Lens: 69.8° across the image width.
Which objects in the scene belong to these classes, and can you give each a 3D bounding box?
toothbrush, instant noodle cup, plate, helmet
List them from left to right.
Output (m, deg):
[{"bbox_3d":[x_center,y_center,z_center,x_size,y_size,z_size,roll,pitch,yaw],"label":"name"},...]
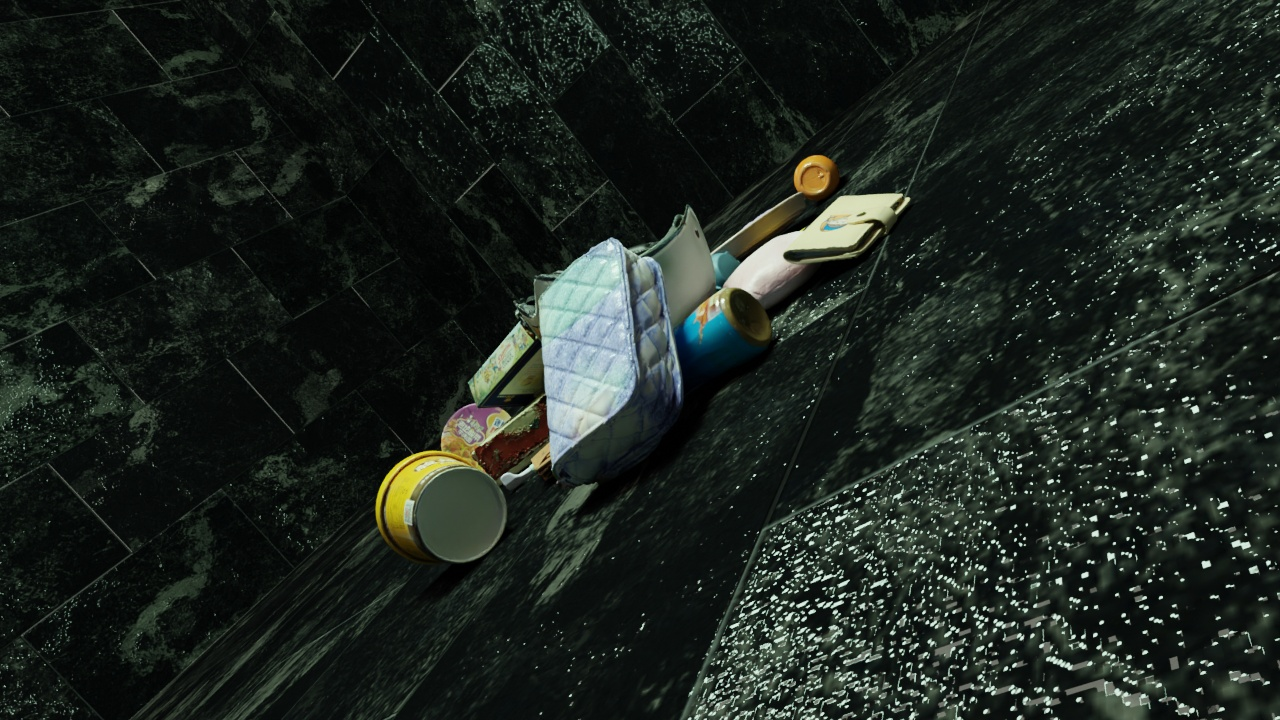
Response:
[{"bbox_3d":[-0.197,0.152,0.926,0.118,0.118,0.115,-43,15,-23],"label":"instant noodle cup"},{"bbox_3d":[-0.235,0.121,1.363,0.111,0.111,0.099,-41,0,-8],"label":"instant noodle cup"},{"bbox_3d":[-0.086,0.093,1.093,0.189,0.029,0.021,-37,47,6],"label":"toothbrush"},{"bbox_3d":[-0.012,-0.054,1.040,0.229,0.157,0.274,-26,4,-15],"label":"helmet"},{"bbox_3d":[0.145,-0.159,1.310,0.229,0.028,0.229,-36,-3,-2],"label":"plate"}]

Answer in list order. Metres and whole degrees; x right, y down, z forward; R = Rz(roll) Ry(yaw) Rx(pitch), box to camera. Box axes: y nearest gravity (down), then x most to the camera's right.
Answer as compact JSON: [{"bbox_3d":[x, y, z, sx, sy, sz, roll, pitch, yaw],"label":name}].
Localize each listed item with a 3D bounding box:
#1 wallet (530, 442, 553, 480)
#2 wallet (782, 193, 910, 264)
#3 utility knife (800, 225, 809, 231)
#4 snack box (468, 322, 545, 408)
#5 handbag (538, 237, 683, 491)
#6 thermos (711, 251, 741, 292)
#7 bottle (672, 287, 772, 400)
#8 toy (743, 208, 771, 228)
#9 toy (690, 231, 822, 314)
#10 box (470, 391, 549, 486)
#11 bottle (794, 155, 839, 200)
[{"bbox_3d":[-0.064,0.080,1.015,0.131,0.031,0.108,-42,5,-6],"label":"wallet"},{"bbox_3d":[0.199,-0.128,0.870,0.087,0.024,0.114,5,35,42],"label":"wallet"},{"bbox_3d":[0.165,-0.134,1.219,0.181,0.015,0.033,-33,7,46],"label":"utility knife"},{"bbox_3d":[-0.112,-0.004,1.237,0.177,0.045,0.183,0,-34,-47],"label":"snack box"},{"bbox_3d":[-0.030,0.001,0.793,0.134,0.075,0.193,-37,43,34],"label":"handbag"},{"bbox_3d":[0.054,-0.076,1.237,0.221,0.070,0.070,-31,11,49],"label":"thermos"},{"bbox_3d":[0.021,0.012,0.840,0.219,0.065,0.065,-35,8,35],"label":"bottle"},{"bbox_3d":[0.184,-0.200,1.450,0.108,0.039,0.083,-40,-15,9],"label":"toy"},{"bbox_3d":[0.118,-0.077,0.930,0.159,0.054,0.121,-37,10,-20],"label":"toy"},{"bbox_3d":[-0.146,0.084,1.218,0.169,0.075,0.091,-38,6,18],"label":"box"},{"bbox_3d":[0.280,-0.286,1.418,0.067,0.067,0.149,-36,1,25],"label":"bottle"}]
